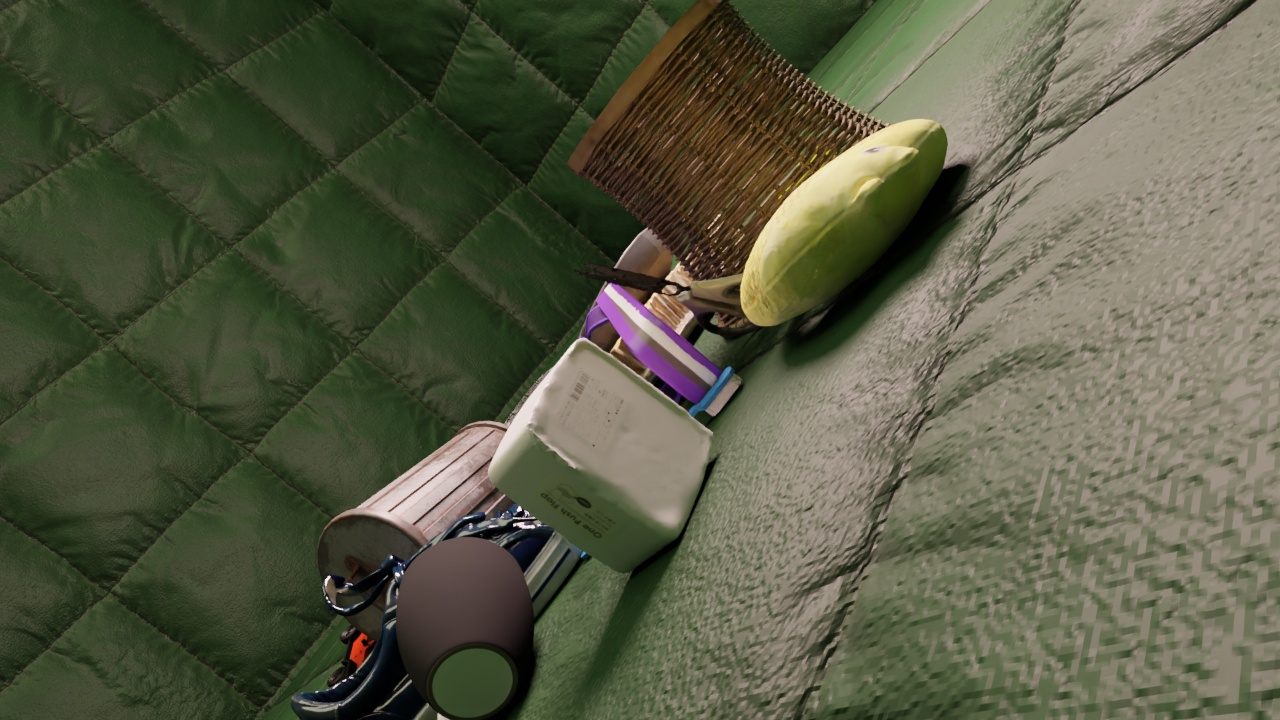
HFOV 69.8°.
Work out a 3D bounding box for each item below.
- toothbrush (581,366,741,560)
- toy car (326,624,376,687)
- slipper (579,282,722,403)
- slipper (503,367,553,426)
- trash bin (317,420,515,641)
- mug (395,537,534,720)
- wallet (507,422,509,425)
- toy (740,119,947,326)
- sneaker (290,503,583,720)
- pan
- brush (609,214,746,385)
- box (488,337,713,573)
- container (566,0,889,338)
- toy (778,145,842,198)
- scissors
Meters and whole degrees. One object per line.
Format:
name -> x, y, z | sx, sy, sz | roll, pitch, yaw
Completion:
toothbrush -> 0.014, 0.073, 0.628 | 0.167, 0.014, 0.016 | -53, 8, 6
toy car -> -0.233, 0.261, 0.802 | 0.049, 0.051, 0.100 | -34, 21, 7
slipper -> -0.004, 0.004, 0.753 | 0.084, 0.107, 0.266 | -51, 11, 3
slipper -> -0.111, 0.100, 0.989 | 0.247, 0.074, 0.112 | -54, 47, 8
trash bin -> -0.181, 0.153, 0.827 | 0.131, 0.131, 0.210 | -45, -1, 31
mug -> -0.109, 0.183, 0.562 | 0.100, 0.085, 0.119 | -131, 50, -69
wallet -> -0.141, 0.120, 1.061 | 0.116, 0.086, 0.032 | -50, 0, 30
toy -> 0.129, -0.089, 0.568 | 0.170, 0.064, 0.155 | -44, -7, -11
sneaker -> -0.138, 0.155, 0.670 | 0.294, 0.127, 0.121 | -49, 8, -18
pan -> -0.009, -0.051, 1.130 | 0.178, 0.041, 0.357 | -60, -6, -6
brush -> 0.042, -0.062, 0.978 | 0.270, 0.056, 0.083 | -54, 0, -38
box -> -0.016, 0.038, 0.561 | 0.083, 0.110, 0.190 | -48, 10, 21
container -> 0.073, -0.166, 0.766 | 0.227, 0.196, 0.226 | -48, 7, 7
toy -> 0.167, -0.176, 0.920 | 0.094, 0.036, 0.094 | -50, 12, 27
scissors -> 0.038, -0.054, 0.646 | 0.132, 0.169, 0.012 | -21, 56, 25
